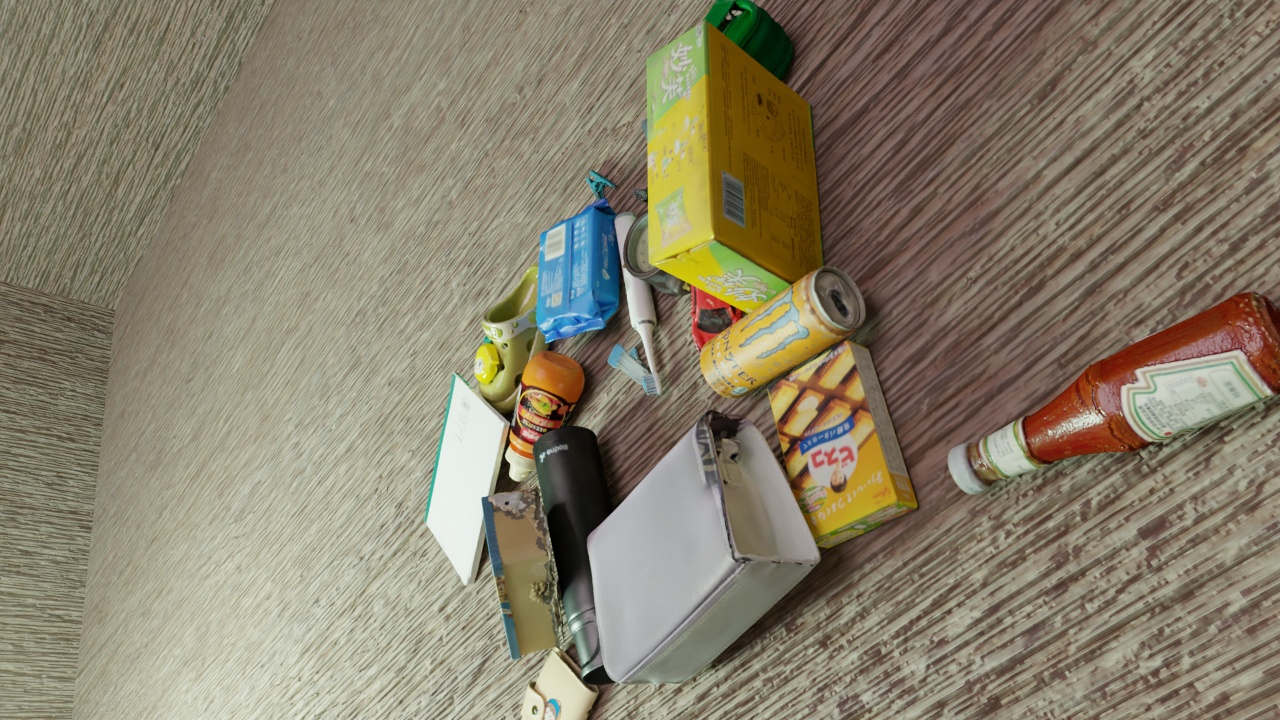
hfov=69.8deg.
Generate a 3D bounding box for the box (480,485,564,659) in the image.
[{"bbox_3d":[-0.111,0.208,0.879,0.089,0.059,0.185,-110,16,-49],"label":"box"}]

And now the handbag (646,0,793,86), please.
[{"bbox_3d":[0.076,-0.290,0.903,0.131,0.068,0.120,-50,38,8],"label":"handbag"}]

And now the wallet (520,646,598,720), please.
[{"bbox_3d":[-0.088,0.347,0.892,0.087,0.024,0.115,30,100,52],"label":"wallet"}]

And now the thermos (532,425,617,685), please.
[{"bbox_3d":[-0.040,0.178,0.879,0.090,0.068,0.242,-21,56,6],"label":"thermos"}]

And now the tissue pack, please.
[{"bbox_3d":[-0.067,-0.096,1.014,0.095,0.052,0.157,-17,62,37],"label":"tissue pack"}]

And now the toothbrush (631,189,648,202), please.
[{"bbox_3d":[0.048,-0.156,0.937,0.190,0.016,0.014,28,103,50],"label":"toothbrush"}]

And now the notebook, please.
[{"bbox_3d":[-0.212,0.137,1.091,0.150,0.012,0.209,36,117,50],"label":"notebook"}]

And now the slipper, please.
[{"bbox_3d":[-0.153,-0.036,1.076,0.092,0.081,0.190,22,90,54],"label":"slipper"}]

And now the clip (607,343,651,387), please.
[{"bbox_3d":[-0.006,0.007,0.935,0.058,0.045,0.027,44,109,43],"label":"clip"}]

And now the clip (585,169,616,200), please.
[{"bbox_3d":[-0.047,-0.205,1.070,0.039,0.013,0.055,-55,43,19],"label":"clip"}]

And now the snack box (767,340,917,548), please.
[{"bbox_3d":[0.153,0.064,0.712,0.087,0.033,0.140,-35,53,37],"label":"snack box"}]

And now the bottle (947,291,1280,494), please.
[{"bbox_3d":[0.281,0.030,0.556,0.207,0.059,0.059,-36,51,41],"label":"bottle"}]

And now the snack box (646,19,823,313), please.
[{"bbox_3d":[0.082,-0.156,0.783,0.070,0.157,0.209,-20,61,39],"label":"snack box"}]

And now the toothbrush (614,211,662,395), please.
[{"bbox_3d":[0.000,-0.061,0.946,0.027,0.026,0.220,93,169,-59],"label":"toothbrush"}]

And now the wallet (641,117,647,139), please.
[{"bbox_3d":[0.058,-0.250,0.949,0.121,0.019,0.097,-34,52,24],"label":"wallet"}]

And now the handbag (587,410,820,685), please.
[{"bbox_3d":[0.041,0.153,0.739,0.198,0.098,0.144,-53,42,37],"label":"handbag"}]

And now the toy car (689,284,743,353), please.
[{"bbox_3d":[0.069,-0.054,0.834,0.049,0.031,0.106,-1,93,21],"label":"toy car"}]

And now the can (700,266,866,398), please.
[{"bbox_3d":[0.113,-0.020,0.755,0.146,0.058,0.058,-36,50,47],"label":"can"}]

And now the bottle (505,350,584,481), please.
[{"bbox_3d":[-0.112,0.066,1.006,0.067,0.066,0.150,41,114,49],"label":"bottle"}]

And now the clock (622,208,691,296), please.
[{"bbox_3d":[0.034,-0.107,0.901,0.122,0.055,0.082,22,93,49],"label":"clock"}]
